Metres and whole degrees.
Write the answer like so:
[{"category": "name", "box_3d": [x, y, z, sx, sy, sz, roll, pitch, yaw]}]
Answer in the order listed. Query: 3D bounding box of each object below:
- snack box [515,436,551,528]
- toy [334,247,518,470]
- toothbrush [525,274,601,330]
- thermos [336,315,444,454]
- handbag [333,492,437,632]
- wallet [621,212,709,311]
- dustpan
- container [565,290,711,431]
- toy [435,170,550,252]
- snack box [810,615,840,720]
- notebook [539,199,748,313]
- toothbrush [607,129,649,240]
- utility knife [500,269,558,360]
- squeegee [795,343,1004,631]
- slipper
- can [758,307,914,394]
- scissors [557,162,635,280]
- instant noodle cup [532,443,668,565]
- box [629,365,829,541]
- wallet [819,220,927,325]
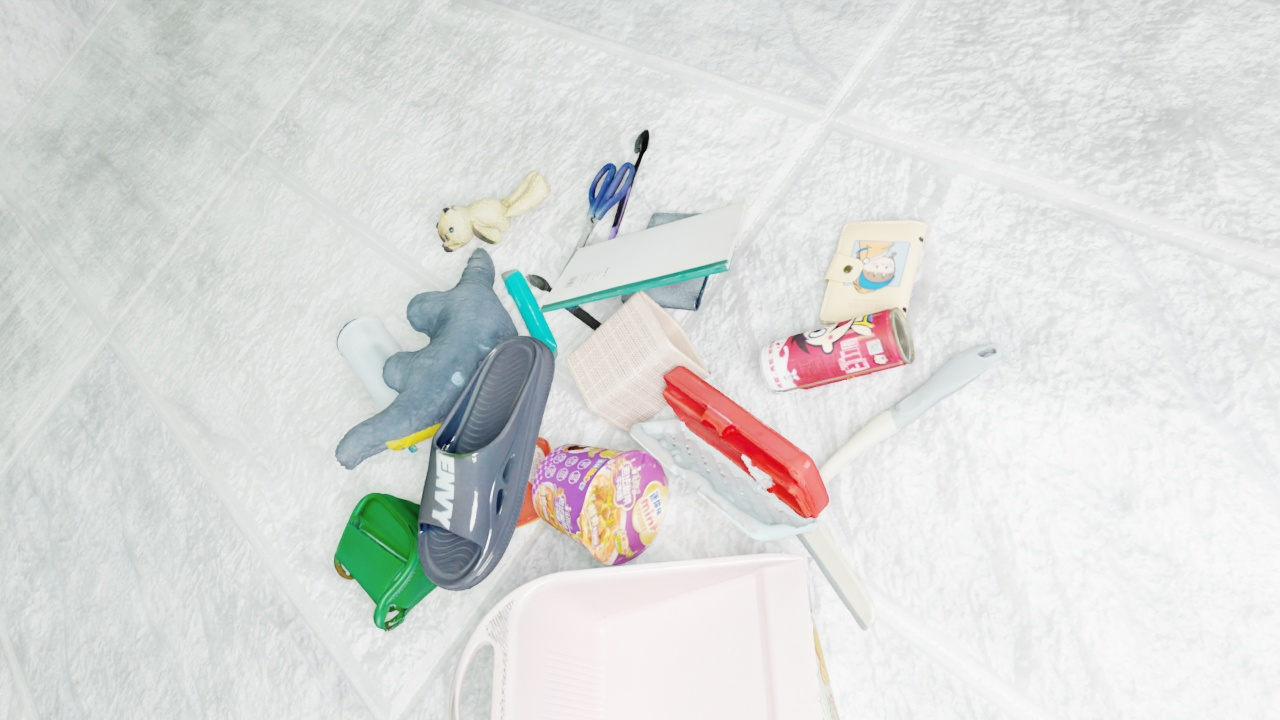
[{"category": "snack box", "box_3d": [-0.135, 0.120, 0.966, 0.082, 0.080, 0.091, -25, 55, 17]}, {"category": "toy", "box_3d": [-0.215, -0.011, 1.055, 0.138, 0.091, 0.355, 10, 49, 11]}, {"category": "toothbrush", "box_3d": [-0.077, -0.058, 1.064, 0.189, 0.016, 0.014, 38, 101, 38]}, {"category": "thermos", "box_3d": [-0.297, 0.028, 1.123, 0.073, 0.073, 0.224, -48, 52, 1]}, {"category": "handbag", "box_3d": [-0.277, 0.218, 1.017, 0.131, 0.068, 0.120, 34, 94, 38]}, {"category": "wallet", "box_3d": [0.039, -0.112, 1.020, 0.097, 0.019, 0.120, 8, 69, 32]}, {"category": "dustpan", "box_3d": [-0.002, 0.264, 0.714, 0.274, 0.139, 0.222, -20, 55, 25]}, {"category": "container", "box_3d": [-0.006, 0.005, 0.942, 0.111, 0.090, 0.090, -40, 52, 12]}, {"category": "toy", "box_3d": [-0.188, -0.192, 1.169, 0.157, 0.066, 0.105, -28, 45, 1]}, {"category": "snack box", "box_3d": [0.076, 0.320, 0.753, 0.183, 0.046, 0.177, -25, 55, 20]}, {"category": "notebook", "box_3d": [0.006, -0.110, 0.973, 0.209, 0.012, 0.150, -12, 29, 23]}, {"category": "toothbrush", "box_3d": [-0.020, -0.198, 1.102, 0.017, 0.014, 0.188, 1, 67, 40]}, {"category": "utility knife", "box_3d": [-0.131, -0.055, 1.098, 0.029, 0.013, 0.161, -38, 55, 13]}, {"category": "squeegee", "box_3d": [0.216, 0.061, 0.806, 0.247, 0.039, 0.246, -40, 52, 8]}, {"category": "slipper", "box_3d": [-0.166, 0.086, 0.899, 0.111, 0.083, 0.267, 2, 65, 34]}, {"category": "can", "box_3d": [0.180, -0.007, 0.849, 0.133, 0.053, 0.053, -16, 58, 30]}, {"category": "scissors", "box_3d": [-0.052, -0.165, 1.095, 0.129, 0.012, 0.173, -21, 51, 40]}, {"category": "instant noodle cup", "box_3d": [-0.045, 0.130, 0.893, 0.099, 0.111, 0.111, 14, 73, 44]}, {"category": "box", "box_3d": [0.072, 0.095, 0.832, 0.091, 0.094, 0.201, -40, 42, -12]}, {"category": "wallet", "box_3d": [0.223, -0.083, 0.889, 0.087, 0.024, 0.115, 9, 72, 29]}]
